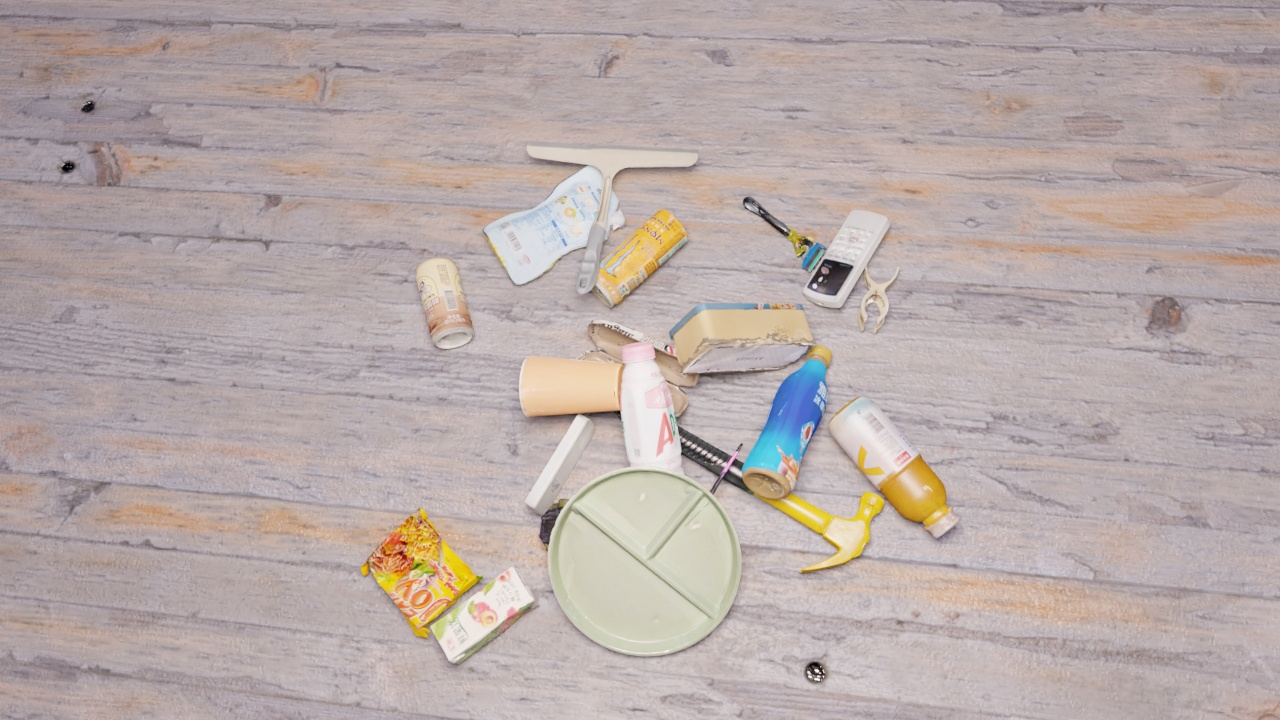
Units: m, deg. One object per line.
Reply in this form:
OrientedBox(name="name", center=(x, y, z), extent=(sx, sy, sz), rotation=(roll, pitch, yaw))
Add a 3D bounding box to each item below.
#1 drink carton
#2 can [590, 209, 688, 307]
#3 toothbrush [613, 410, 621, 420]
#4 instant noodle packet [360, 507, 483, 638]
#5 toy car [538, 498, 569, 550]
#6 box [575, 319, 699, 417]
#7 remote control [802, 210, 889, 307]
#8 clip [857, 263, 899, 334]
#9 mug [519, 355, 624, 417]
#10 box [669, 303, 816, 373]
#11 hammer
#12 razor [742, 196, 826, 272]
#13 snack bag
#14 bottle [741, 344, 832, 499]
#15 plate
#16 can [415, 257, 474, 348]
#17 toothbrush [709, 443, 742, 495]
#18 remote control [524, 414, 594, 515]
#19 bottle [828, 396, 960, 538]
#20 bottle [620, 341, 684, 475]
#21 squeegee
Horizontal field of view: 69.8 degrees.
OrientedBox(name="drink carton", center=(-0.188, 0.311, 1.117), extent=(0.122, 0.045, 0.053), rotation=(-36, 66, -8))
OrientedBox(name="can", center=(-0.005, -0.139, 1.249), extent=(0.146, 0.058, 0.058), rotation=(-43, 72, -10))
OrientedBox(name="toothbrush", center=(-0.026, 0.075, 1.201), extent=(0.016, 0.014, 0.189), rotation=(-46, 71, 12))
OrientedBox(name="instant noodle packet", center=(-0.274, 0.266, 1.144), extent=(0.110, 0.044, 0.128), rotation=(-44, 73, -5))
OrientedBox(name="toy car", center=(-0.047, 0.213, 1.139), extent=(0.158, 0.042, 0.070), rotation=(4, 72, 6))
OrientedBox(name="box", center=(-0.007, 0.006, 1.185), extent=(0.162, 0.087, 0.075), rotation=(24, 37, 18))
OrientedBox(name="remote control", center=(0.276, -0.138, 1.230), extent=(0.058, 0.021, 0.149), rotation=(21, 72, 39))
OrientedBox(name="clip", center=(0.313, -0.085, 1.215), extent=(0.072, 0.035, 0.100), rotation=(11, 64, 10))
OrientedBox(name="mug", center=(-0.082, 0.033, 1.152), extent=(0.123, 0.078, 0.078), rotation=(0, 71, 11))
OrientedBox(name="box", center=(0.123, -0.027, 1.146), extent=(0.184, 0.090, 0.062), rotation=(1, 64, -31))
OrientedBox(name="hammer", center=(0.145, 0.156, 1.146), extent=(0.301, 0.033, 0.128), rotation=(30, 75, 14))
OrientedBox(name="razor", center=(0.195, -0.181, 1.265), extent=(0.143, 0.022, 0.043), rotation=(43, 124, 21))
OrientedBox(name="snack bag", center=(-0.118, -0.191, 1.290), extent=(0.191, 0.039, 0.110), rotation=(-30, 68, -8))
OrientedBox(name="bottle", center=(0.191, 0.068, 1.138), extent=(0.065, 0.065, 0.218), rotation=(22, 57, 12))
OrientedBox(name="plate", center=(0.005, 0.237, 1.094), extent=(0.230, 0.027, 0.230), rotation=(0, 94, 4))
OrientedBox(name="can", center=(-0.268, -0.078, 1.253), extent=(0.058, 0.058, 0.116), rotation=(-18, 70, -1))
OrientedBox(name="toothbrush", center=(0.077, 0.183, 1.129), extent=(0.018, 0.014, 0.189), rotation=(33, 93, 3))
OrientedBox(name="remote control", center=(-0.101, 0.132, 1.166), extent=(0.019, 0.056, 0.135), rotation=(27, 76, 16))
OrientedBox(name="bottle", center=(0.311, 0.131, 1.119), extent=(0.068, 0.068, 0.189), rotation=(-36, 72, -7))
OrientedBox(name="bottle", center=(0.011, 0.076, 1.125), extent=(0.068, 0.068, 0.197), rotation=(-9, 98, 2))
OrientedBox(name="squeegee", center=(-0.056, -0.187, 1.246), extent=(0.246, 0.039, 0.246), rotation=(5, 63, 9))
